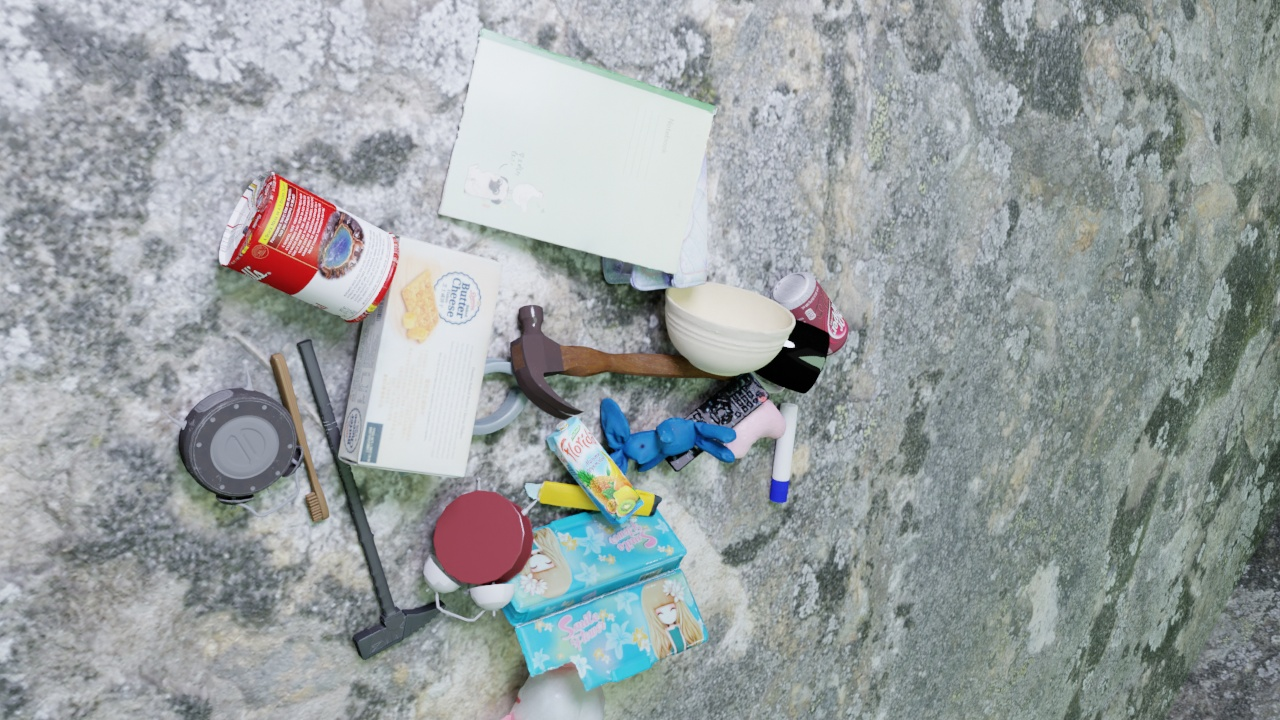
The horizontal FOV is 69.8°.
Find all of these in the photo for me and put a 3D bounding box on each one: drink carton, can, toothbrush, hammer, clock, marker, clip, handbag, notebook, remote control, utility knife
[{"bbox_3d":[-0.052,0.120,1.004,0.044,0.039,0.129,-40,98,-23],"label":"drink carton"},{"bbox_3d":[0.219,-0.059,1.183,0.114,0.063,0.063,46,72,-36],"label":"can"},{"bbox_3d":[-0.309,0.072,0.830,0.016,0.016,0.167,-24,115,-38],"label":"toothbrush"},{"bbox_3d":[-0.268,0.131,0.879,0.094,0.015,0.325,-23,114,-32],"label":"hammer"},{"bbox_3d":[-0.275,-0.093,0.769,0.116,0.087,0.086,28,83,-39],"label":"can"},{"bbox_3d":[-0.342,0.073,0.786,0.091,0.044,0.123,-35,121,-28],"label":"clock"},{"bbox_3d":[0.193,0.124,1.235,0.027,0.023,0.133,-12,110,-58],"label":"marker"},{"bbox_3d":[-0.185,0.034,0.913,0.162,0.028,0.108,-31,117,-29],"label":"clip"},{"bbox_3d":[0.026,-0.159,1.006,0.126,0.069,0.159,-8,103,-39],"label":"handbag"},{"bbox_3d":[-0.006,0.006,1.028,0.322,0.033,0.115,3,71,-43],"label":"hammer"},{"bbox_3d":[-0.057,-0.202,0.915,0.252,0.010,0.182,13,93,-21],"label":"notebook"},{"bbox_3d":[0.087,0.073,1.115,0.150,0.022,0.047,-37,81,-11],"label":"remote control"},{"bbox_3d":[-0.052,0.153,1.030,0.162,0.017,0.030,10,98,-25],"label":"utility knife"},{"bbox_3d":[-0.161,0.190,0.922,0.048,0.096,0.137,65,42,-72],"label":"clock"}]

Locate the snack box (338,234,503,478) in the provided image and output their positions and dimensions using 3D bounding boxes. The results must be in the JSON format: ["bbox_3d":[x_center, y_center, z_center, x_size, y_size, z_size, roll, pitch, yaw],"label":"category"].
[{"bbox_3d":[-0.201,-0.001,0.846,0.104,0.058,0.207,12,85,-34],"label":"snack box"}]

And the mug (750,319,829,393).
[{"bbox_3d":[0.165,-0.004,1.145,0.100,0.119,0.084,21,49,-5],"label":"mug"}]

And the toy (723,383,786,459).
[{"bbox_3d":[0.134,0.067,1.155,0.098,0.053,0.096,-24,98,-27],"label":"toy"}]

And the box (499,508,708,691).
[{"bbox_3d":[-0.041,0.250,0.995,0.226,0.185,0.056,-10,148,-36],"label":"box"}]

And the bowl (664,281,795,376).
[{"bbox_3d":[0.094,-0.030,1.047,0.150,0.151,0.075,-5,117,-37],"label":"bowl"}]

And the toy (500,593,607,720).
[{"bbox_3d":[-0.076,0.359,1.042,0.142,0.084,0.213,34,76,-38],"label":"toy"}]

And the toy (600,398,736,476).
[{"bbox_3d":[0.020,0.091,1.047,0.176,0.071,0.113,-7,117,-1],"label":"toy"}]
